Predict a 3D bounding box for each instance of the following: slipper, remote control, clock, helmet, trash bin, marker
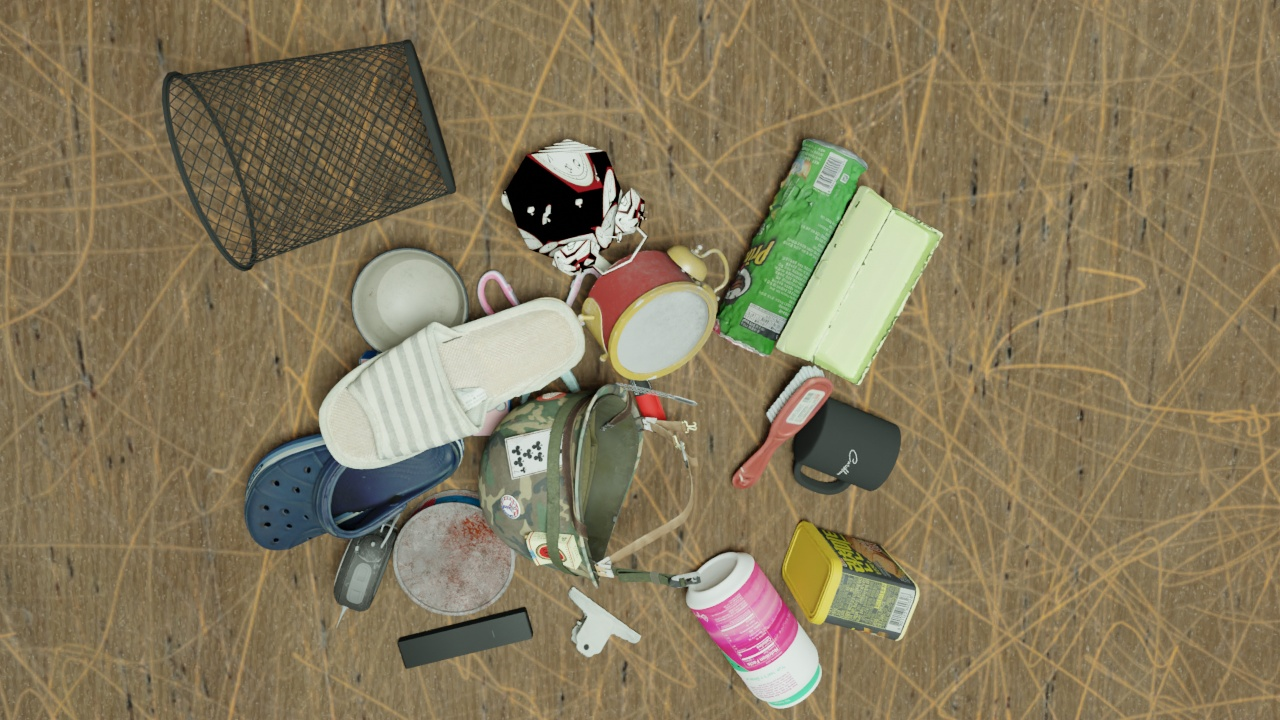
[{"bbox_3d":[-0.181,0.019,0.893,0.272,0.054,0.114,-27,88,-8],"label":"slipper"},{"bbox_3d":[-0.198,0.315,1.042,0.150,0.013,0.034,-14,102,0],"label":"remote control"},{"bbox_3d":[-0.294,0.213,0.975,0.044,0.091,0.123,20,105,-7],"label":"clock"},{"bbox_3d":[-0.045,0.122,0.914,0.236,0.192,0.225,17,139,2],"label":"helmet"},{"bbox_3d":[0.018,-0.060,0.919,0.159,0.081,0.117,-32,141,-5],"label":"clock"},{"bbox_3d":[-0.294,-0.201,0.854,0.210,0.184,0.184,-16,102,-6],"label":"trash bin"},{"bbox_3d":[-0.302,0.128,0.940,0.253,0.095,0.105,-24,124,8],"label":"slipper"},{"bbox_3d":[-0.006,0.006,0.987,0.023,0.021,0.145,-25,103,-21],"label":"marker"},{"bbox_3d":[-0.061,-0.148,0.894,0.114,0.065,0.154,-42,68,-8],"label":"clock"}]

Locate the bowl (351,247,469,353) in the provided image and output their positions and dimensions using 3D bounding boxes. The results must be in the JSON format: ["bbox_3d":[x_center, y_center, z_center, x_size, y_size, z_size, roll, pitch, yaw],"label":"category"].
[{"bbox_3d":[-0.231,-0.060,0.940,0.115,0.059,0.115,-1,102,-3],"label":"bowl"}]

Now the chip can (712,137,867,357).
[{"bbox_3d":[0.151,-0.117,0.945,0.075,0.075,0.223,25,98,-8],"label":"chip can"}]

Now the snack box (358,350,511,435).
[{"bbox_3d":[-0.214,0.035,0.970,0.154,0.033,0.088,0,107,-3],"label":"snack box"}]

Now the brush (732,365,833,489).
[{"bbox_3d":[0.147,0.073,0.990,0.041,0.030,0.173,13,126,-29],"label":"brush"}]

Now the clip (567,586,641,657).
[{"bbox_3d":[-0.054,0.308,1.048,0.101,0.041,0.054,39,78,-9],"label":"clip"}]

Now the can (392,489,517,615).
[{"bbox_3d":[-0.201,0.210,1.004,0.130,0.044,0.130,-1,102,-3],"label":"can"}]

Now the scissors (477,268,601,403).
[{"bbox_3d":[-0.091,-0.036,0.972,0.168,0.014,0.170,-31,100,9],"label":"scissors"}]

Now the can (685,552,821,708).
[{"bbox_3d":[0.127,0.298,1.019,0.088,0.088,0.166,-34,101,4],"label":"can"}]

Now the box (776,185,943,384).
[{"bbox_3d":[0.225,-0.078,0.966,0.140,0.048,0.188,18,102,-36],"label":"box"}]

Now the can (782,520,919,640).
[{"bbox_3d":[0.225,0.238,0.993,0.101,0.130,0.072,16,100,-9],"label":"can"}]

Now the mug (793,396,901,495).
[{"bbox_3d":[0.214,0.102,0.997,0.088,0.078,0.114,22,125,-8],"label":"mug"}]

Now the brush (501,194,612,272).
[{"bbox_3d":[-0.056,-0.110,0.965,0.217,0.012,0.033,37,97,-8],"label":"brush"}]
